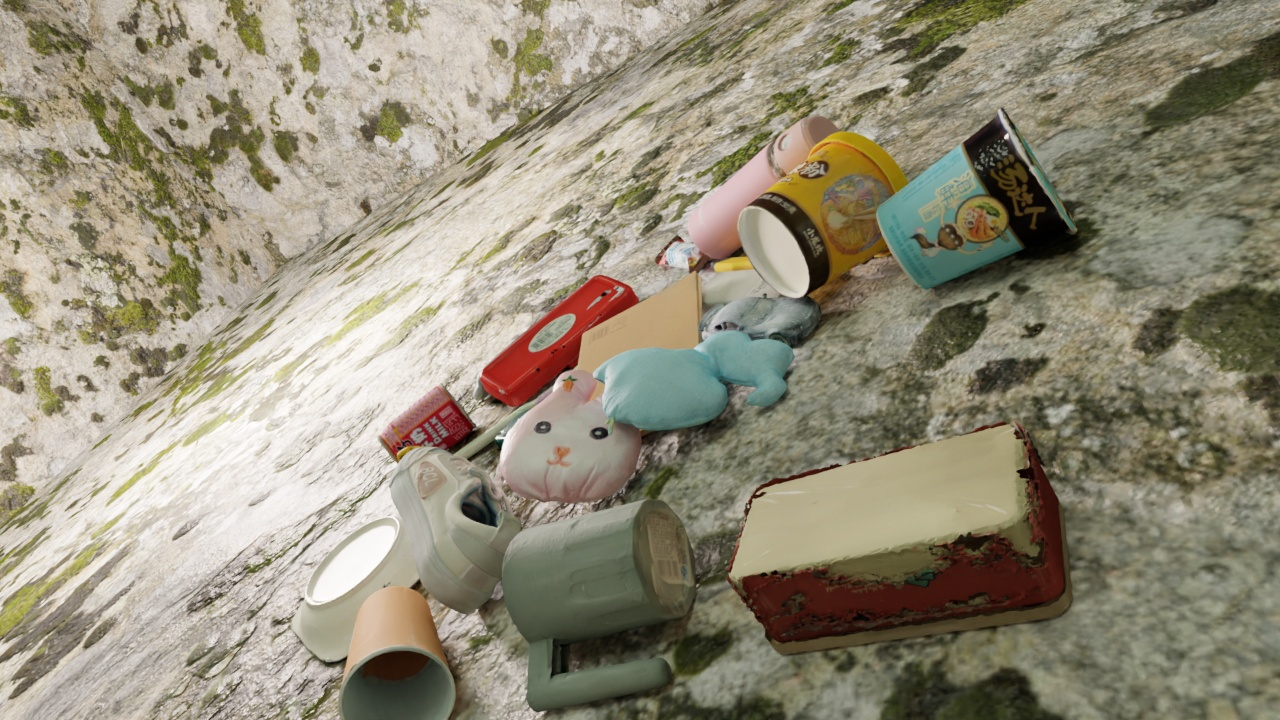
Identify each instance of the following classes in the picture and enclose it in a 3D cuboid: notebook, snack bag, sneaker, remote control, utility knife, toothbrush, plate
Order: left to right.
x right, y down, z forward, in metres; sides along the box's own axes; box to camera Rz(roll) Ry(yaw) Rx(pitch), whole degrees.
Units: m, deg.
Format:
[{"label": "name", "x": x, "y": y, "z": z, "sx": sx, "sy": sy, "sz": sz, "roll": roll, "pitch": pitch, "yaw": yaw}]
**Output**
[{"label": "plate", "x": -0.265, "y": 0.201, "z": 0.875, "sx": 0.164, "sy": 0.034, "sz": 0.164, "roll": -47, "pitch": 27, "yaw": -26}, {"label": "sneaker", "x": -0.158, "y": 0.118, "z": 0.811, "sx": 0.091, "sy": 0.089, "sz": 0.242, "roll": -50, "pitch": 27, "yaw": 3}, {"label": "toothbrush", "x": -0.133, "y": 0.064, "z": 0.983, "sx": 0.189, "sy": 0.020, "sz": 0.029, "roll": -34, "pitch": 56, "yaw": 5}, {"label": "notebook", "x": -0.005, "y": 0.005, "z": 0.898, "sx": 0.150, "sy": 0.012, "sz": 0.211, "roll": -26, "pitch": 32, "yaw": 21}, {"label": "snack bag", "x": 0.054, "y": -0.124, "z": 1.084, "sx": 0.048, "sy": 0.026, "sz": 0.104, "roll": -50, "pitch": 24, "yaw": -4}, {"label": "remote control", "x": 0.108, "y": -0.068, "z": 0.912, "sx": 0.056, "sy": 0.019, "sz": 0.135, "roll": -47, "pitch": 26, "yaw": -26}, {"label": "utility knife", "x": 0.124, "y": -0.098, "z": 0.947, "sx": 0.033, "sy": 0.015, "sz": 0.154, "roll": -23, "pitch": 16, "yaw": -28}]

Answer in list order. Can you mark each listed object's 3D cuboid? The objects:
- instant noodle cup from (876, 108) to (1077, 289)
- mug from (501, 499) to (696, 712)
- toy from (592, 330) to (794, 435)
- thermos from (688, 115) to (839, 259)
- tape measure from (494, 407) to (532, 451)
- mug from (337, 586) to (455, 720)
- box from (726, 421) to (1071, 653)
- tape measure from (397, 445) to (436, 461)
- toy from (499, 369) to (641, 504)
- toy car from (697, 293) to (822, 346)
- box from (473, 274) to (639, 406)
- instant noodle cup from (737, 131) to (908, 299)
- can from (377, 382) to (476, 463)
[{"label": "instant noodle cup", "x": 0.255, "y": -0.115, "z": 0.715, "sx": 0.121, "sy": 0.111, "sz": 0.111, "roll": -32, "pitch": 22, "yaw": 27}, {"label": "mug", "x": -0.026, "y": 0.158, "z": 0.599, "sx": 0.104, "sy": 0.083, "sz": 0.123, "roll": -20, "pitch": 54, "yaw": 27}, {"label": "toy", "x": 0.039, "y": 0.018, "z": 0.772, "sx": 0.161, "sy": 0.050, "sz": 0.155, "roll": 21, "pitch": 47, "yaw": 39}, {"label": "thermos", "x": 0.130, "y": -0.171, "z": 0.959, "sx": 0.199, "sy": 0.067, "sz": 0.087, "roll": -34, "pitch": 48, "yaw": 51}, {"label": "tape measure", "x": -0.118, "y": 0.071, "z": 0.939, "sx": 0.058, "sy": 0.025, "sz": 0.054, "roll": -3, "pitch": 39, "yaw": 49}, {"label": "mug", "x": -0.183, "y": 0.220, "z": 0.683, "sx": 0.078, "sy": 0.078, "sz": 0.123, "roll": -38, "pitch": 18, "yaw": -7}, {"label": "box", "x": 0.132, "y": 0.094, "z": 0.496, "sx": 0.169, "sy": 0.077, "sz": 0.091, "roll": -20, "pitch": 26, "yaw": 31}, {"label": "tape measure", "x": -0.222, "y": 0.114, "z": 0.953, "sx": 0.029, "sy": 0.057, "sz": 0.060, "roll": -30, "pitch": -16, "yaw": 15}, {"label": "toy", "x": -0.054, "y": 0.060, "z": 0.800, "sx": 0.121, "sy": 0.054, "sz": 0.159, "roll": 3, "pitch": 40, "yaw": 14}, {"label": "toy car", "x": 0.107, "y": -0.036, "z": 0.833, "sx": 0.121, "sy": 0.037, "sz": 0.054, "roll": -2, "pitch": 38, "yaw": 46}, {"label": "box", "x": -0.108, "y": -0.025, "z": 1.075, "sx": 0.200, "sy": 0.065, "sz": 0.160, "roll": -43, "pitch": 21, "yaw": -21}, {"label": "instant noodle cup", "x": 0.158, "y": -0.122, "z": 0.807, "sx": 0.114, "sy": 0.118, "sz": 0.118, "roll": -34, "pitch": 22, "yaw": -17}, {"label": "can", "x": -0.241, "y": 0.079, "z": 1.033, "sx": 0.093, "sy": 0.066, "sz": 0.066, "roll": -39, "pitch": 24, "yaw": -11}]
